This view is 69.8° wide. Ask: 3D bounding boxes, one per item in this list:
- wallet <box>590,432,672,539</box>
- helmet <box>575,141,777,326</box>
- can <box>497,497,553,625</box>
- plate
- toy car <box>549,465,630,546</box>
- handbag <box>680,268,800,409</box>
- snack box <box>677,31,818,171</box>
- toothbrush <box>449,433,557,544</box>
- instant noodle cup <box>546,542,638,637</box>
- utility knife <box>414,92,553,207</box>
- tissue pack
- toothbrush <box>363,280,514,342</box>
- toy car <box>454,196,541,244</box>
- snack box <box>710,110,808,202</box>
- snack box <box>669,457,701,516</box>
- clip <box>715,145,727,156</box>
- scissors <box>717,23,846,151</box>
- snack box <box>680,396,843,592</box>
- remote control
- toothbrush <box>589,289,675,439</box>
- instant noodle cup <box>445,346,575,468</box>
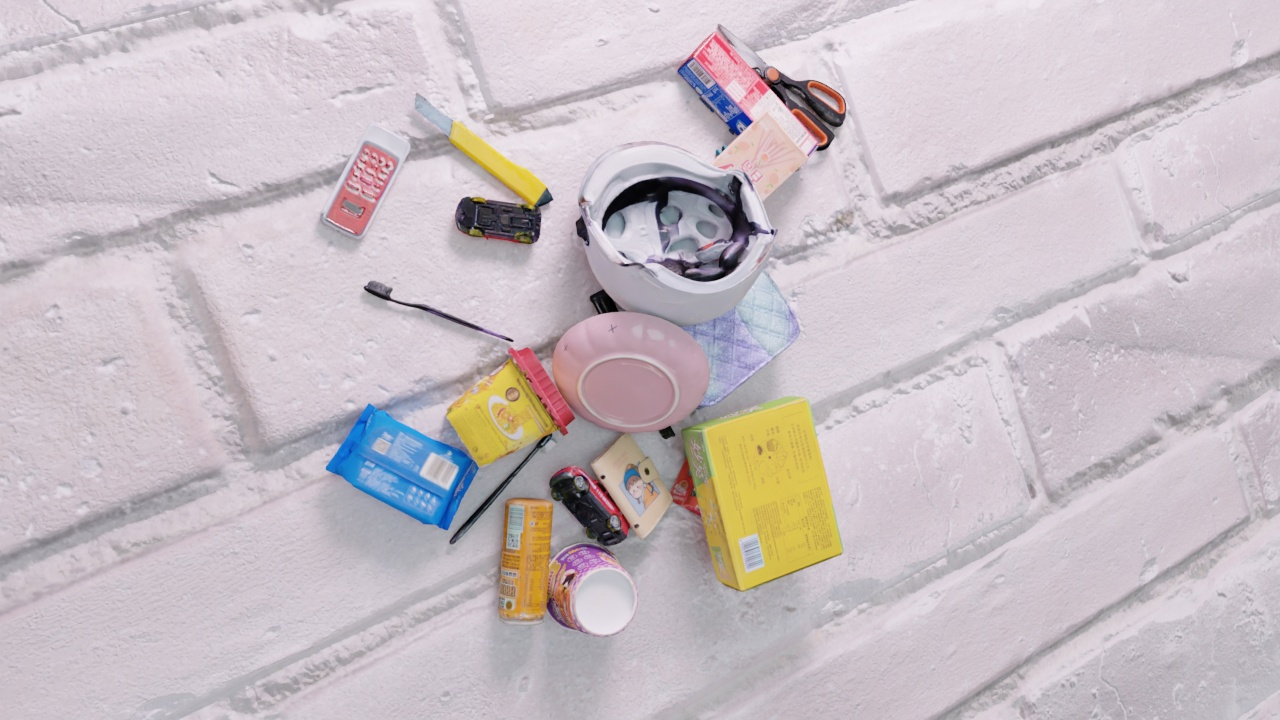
[{"bbox_3d":[-0.008,0.154,1.158,0.115,0.024,0.087,56,44,-8],"label":"wallet"},{"bbox_3d":[0.035,-0.139,1.123,0.228,0.146,0.258,-20,52,-23],"label":"helmet"},{"bbox_3d":[-0.138,0.240,1.105,0.058,0.058,0.146,5,86,-20],"label":"can"},{"bbox_3d":[-0.013,0.026,1.098,0.192,0.193,0.039,26,41,-17],"label":"plate"},{"bbox_3d":[-0.062,0.178,1.140,0.120,0.053,0.045,50,39,-17],"label":"toy car"},{"bbox_3d":[0.102,-0.033,1.196,0.193,0.076,0.134,-36,95,-19],"label":"handbag"},{"bbox_3d":[0.145,-0.339,1.231,0.207,0.057,0.058,43,72,-13],"label":"snack box"},{"bbox_3d":[-0.167,0.157,1.121,0.180,0.016,0.018,-46,112,-16],"label":"toothbrush"},{"bbox_3d":[-0.058,0.283,1.113,0.111,0.099,0.111,1,87,-19],"label":"instant noodle cup"},{"bbox_3d":[-0.193,-0.256,1.125,0.206,0.015,0.033,37,77,-18],"label":"utility knife"},{"bbox_3d":[-0.273,0.125,1.064,0.157,0.052,0.094,31,76,-16],"label":"tissue pack"},{"bbox_3d":[-0.239,-0.058,1.104,0.189,0.014,0.016,21,69,-18],"label":"toothbrush"},{"bbox_3d":[-0.174,-0.171,1.122,0.106,0.031,0.049,5,86,-21],"label":"toy car"},{"bbox_3d":[0.134,-0.242,1.206,0.157,0.026,0.084,-43,103,10],"label":"snack box"},{"bbox_3d":[0.118,0.161,1.209,0.127,0.044,0.113,29,79,-16],"label":"snack box"},{"bbox_3d":[0.121,-0.264,1.243,0.040,0.014,0.056,-30,100,-19],"label":"clip"},{"bbox_3d":[0.197,-0.394,1.277,0.162,0.022,0.234,-33,93,-25],"label":"scissors"},{"bbox_3d":[0.155,0.165,1.160,0.157,0.070,0.210,-15,93,-21],"label":"snack box"},{"bbox_3d":[-0.322,-0.210,1.076,0.056,0.020,0.136,28,79,-16],"label":"remote control"},{"bbox_3d":[-0.007,0.007,1.181,0.027,0.026,0.212,-24,99,15],"label":"toothbrush"},{"bbox_3d":[-0.157,0.058,1.083,0.123,0.116,0.116,-32,99,-7],"label":"instant noodle cup"}]
